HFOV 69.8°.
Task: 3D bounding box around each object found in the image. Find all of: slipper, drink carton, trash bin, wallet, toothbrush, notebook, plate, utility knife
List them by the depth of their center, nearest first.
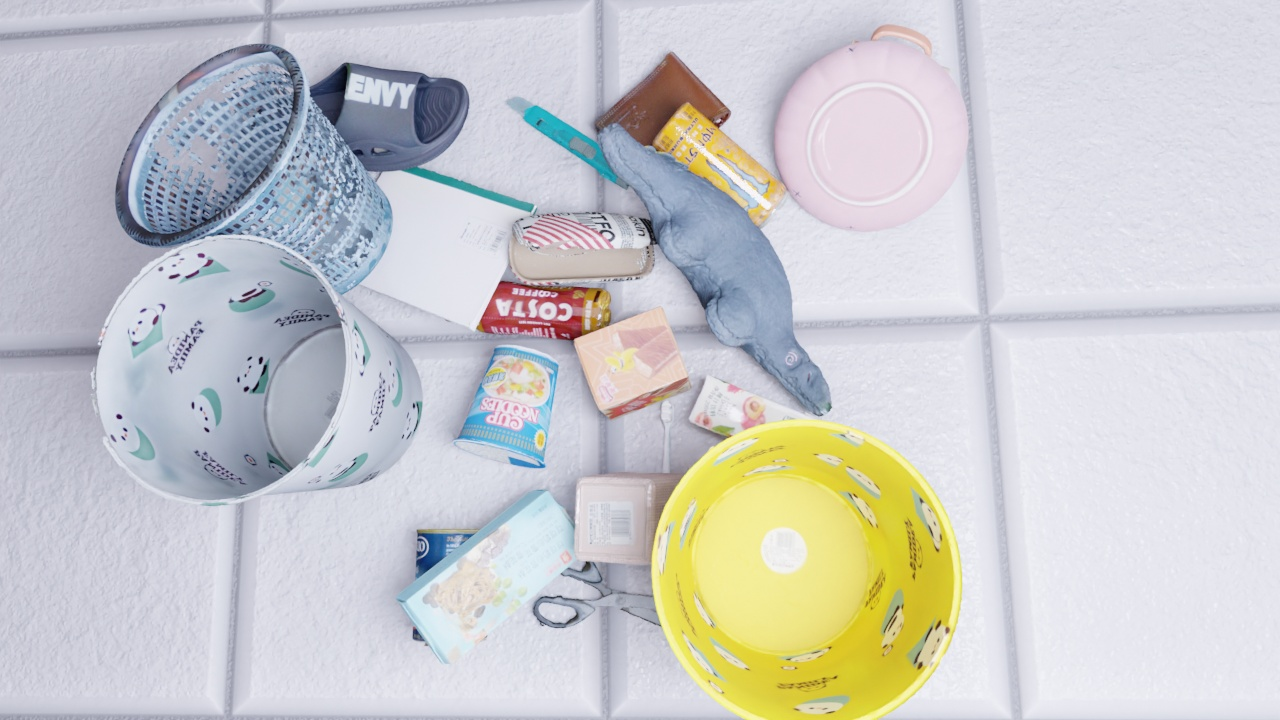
[{"bbox_3d":[0.133,0.181,0.803,0.230,0.255,0.229,-1,79,5],"label":"trash bin"},{"bbox_3d":[-0.337,0.026,0.883,0.230,0.252,0.229,-1,81,6],"label":"trash bin"},{"bbox_3d":[0.230,-0.219,0.924,0.192,0.039,0.193,5,114,12],"label":"plate"},{"bbox_3d":[-0.368,-0.167,0.931,0.227,0.195,0.226,-10,63,20],"label":"trash bin"},{"bbox_3d":[0.116,0.061,0.934,0.122,0.045,0.053,22,88,10],"label":"drink carton"},{"bbox_3d":[0.026,0.131,0.947,0.016,0.016,0.180,0,81,13],"label":"toothbrush"},{"bbox_3d":[-0.228,-0.130,0.987,0.209,0.012,0.150,21,78,24],"label":"notebook"},{"bbox_3d":[0.024,-0.266,1.009,0.124,0.032,0.101,-43,76,-3],"label":"wallet"},{"bbox_3d":[-0.324,-0.268,1.012,0.268,0.083,0.110,-6,71,8],"label":"slipper"},{"bbox_3d":[-0.079,-0.246,1.024,0.174,0.013,0.029,35,84,10],"label":"utility knife"}]

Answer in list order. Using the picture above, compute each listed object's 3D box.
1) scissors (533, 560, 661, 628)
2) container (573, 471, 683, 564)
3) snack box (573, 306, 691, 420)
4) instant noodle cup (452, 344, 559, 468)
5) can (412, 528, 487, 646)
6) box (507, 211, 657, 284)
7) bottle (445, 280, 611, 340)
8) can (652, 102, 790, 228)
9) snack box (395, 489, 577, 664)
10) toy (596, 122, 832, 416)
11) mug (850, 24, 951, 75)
[{"bbox_3d":[-0.026,0.240,0.935,0.165,0.014,0.162,-28,80,0],"label":"scissors"},{"bbox_3d":[-0.010,0.153,0.889,0.090,0.111,0.090,0,83,18],"label":"container"},{"bbox_3d":[-0.006,0.005,0.932,0.094,0.093,0.077,-21,79,1],"label":"snack box"},{"bbox_3d":[-0.131,0.045,0.944,0.099,0.099,0.109,11,74,8],"label":"instant noodle cup"},{"bbox_3d":[-0.189,0.226,0.923,0.075,0.075,0.111,-1,80,6],"label":"can"},{"bbox_3d":[-0.058,-0.113,0.958,0.163,0.086,0.076,-7,40,-23],"label":"box"},{"bbox_3d":[-0.121,-0.054,0.972,0.175,0.057,0.057,5,81,7],"label":"bottle"},{"bbox_3d":[0.084,-0.201,0.957,0.146,0.058,0.058,39,86,-7],"label":"can"},{"bbox_3d":[-0.140,0.203,0.878,0.174,0.052,0.074,-37,98,-26],"label":"snack box"},{"bbox_3d":[0.083,-0.095,0.917,0.092,0.137,0.356,-33,104,24],"label":"toy"},{"bbox_3d":[0.260,-0.289,0.947,0.106,0.115,0.081,18,52,6],"label":"mug"}]
